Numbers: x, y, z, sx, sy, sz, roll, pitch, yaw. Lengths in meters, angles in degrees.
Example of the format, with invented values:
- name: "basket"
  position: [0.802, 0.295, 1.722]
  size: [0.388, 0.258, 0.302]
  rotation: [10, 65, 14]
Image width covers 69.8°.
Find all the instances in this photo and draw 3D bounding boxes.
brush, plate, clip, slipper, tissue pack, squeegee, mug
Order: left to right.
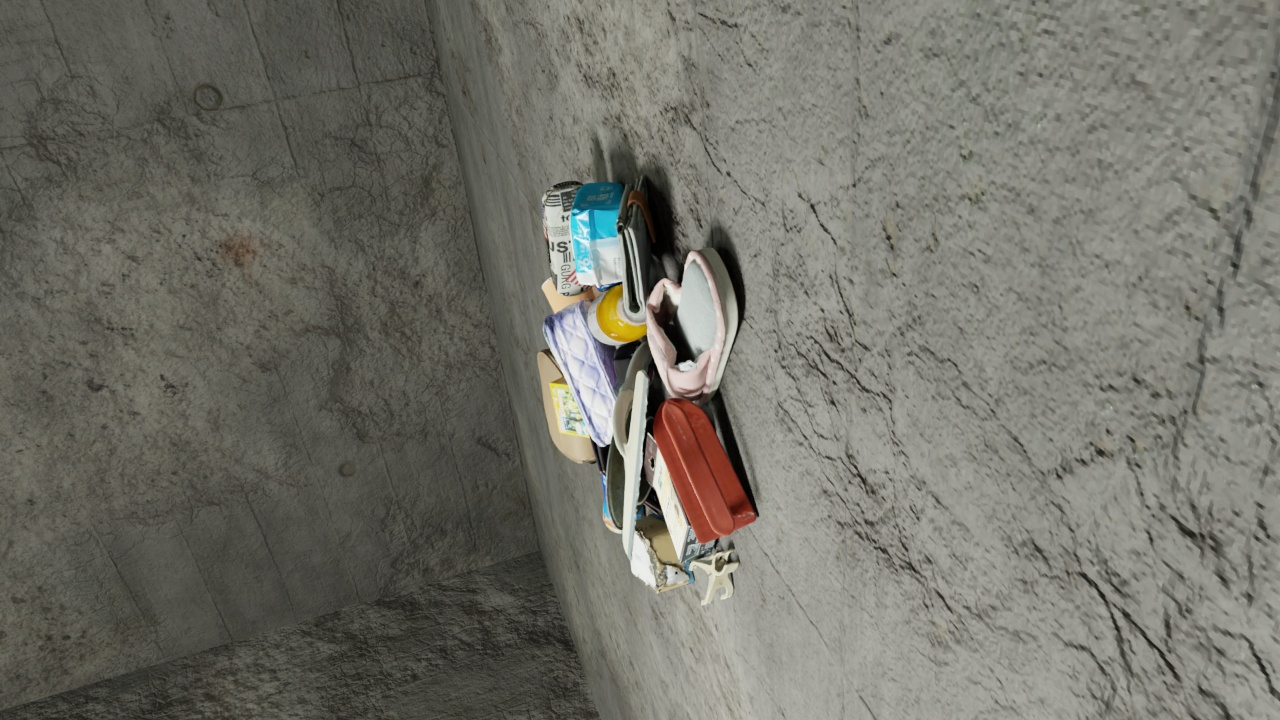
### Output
- name: "mug"
  position: [-0.090, -0.068, 1.374]
  size: [0.078, 0.078, 0.122]
  rotation: [121, 129, -72]
- name: "tissue pack"
  position: [-0.047, -0.148, 1.052]
  size: [0.139, 0.063, 0.090]
  rotation: [-87, -7, -65]
- name: "squeegee"
  position: [-0.009, 0.046, 1.027]
  size: [0.246, 0.039, 0.247]
  rotation: [-82, -2, -55]
- name: "plate"
  position: [-0.003, 0.126, 1.160]
  size: [0.179, 0.024, 0.179]
  rotation: [6, -91, -72]
- name: "slipper"
  position: [0.041, -0.023, 0.901]
  size: [0.275, 0.054, 0.114]
  rotation: [109, 143, -70]
- name: "brush"
  position: [0.057, 0.104, 0.908]
  size: [0.069, 0.063, 0.145]
  rotation: [41, -155, -82]
- name: "clip"
  position: [0.083, 0.234, 1.057]
  size: [0.092, 0.035, 0.103]
  rotation: [-121, 25, -47]

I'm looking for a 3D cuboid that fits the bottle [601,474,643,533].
- name: "bottle"
  position: [-0.028, 0.180, 1.389]
  size: [0.219, 0.065, 0.065]
  rotation: [89, 161, -47]

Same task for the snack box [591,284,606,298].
- name: "snack box"
  position: [-0.046, -0.130, 1.213]
  size: [0.157, 0.026, 0.084]
  rotation: [108, 145, -67]

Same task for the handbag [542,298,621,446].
- name: "handbag"
  position: [-0.063, 0.014, 1.228]
  size: [0.134, 0.076, 0.194]
  rotation: [-29, -84, -78]

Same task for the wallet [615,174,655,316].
- name: "wallet"
  position: [-0.002, -0.124, 0.960]
  size: [0.129, 0.037, 0.107]
  rotation: [-84, -8, -56]

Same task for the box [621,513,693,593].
- name: "box"
  position: [0.020, 0.273, 1.314]
  size: [0.184, 0.059, 0.090]
  rotation: [175, 81, -79]

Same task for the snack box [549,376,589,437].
- name: "snack box"
  position: [-0.077, 0.075, 1.414]
  size: [0.141, 0.033, 0.087]
  rotation: [3, 111, 41]

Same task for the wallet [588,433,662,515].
- name: "wallet"
  position: [-0.020, 0.154, 1.266]
  size: [0.122, 0.020, 0.096]
  rotation: [40, -166, -30]

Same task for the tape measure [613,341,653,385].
- name: "tape measure"
  position: [-0.007, 0.007, 1.144]
  size: [0.057, 0.039, 0.057]
  rotation: [-63, -42, -60]

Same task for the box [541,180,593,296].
- name: "box"
  position: [-0.086, -0.149, 1.163]
  size: [0.057, 0.070, 0.164]
  rotation: [34, 145, 36]

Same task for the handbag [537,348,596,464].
- name: "handbag"
  position: [-0.109, 0.073, 1.564]
  size: [0.147, 0.099, 0.205]
  rotation: [48, 151, 49]

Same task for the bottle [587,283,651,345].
- name: "bottle"
  position: [-0.019, -0.055, 1.077]
  size: [0.190, 0.068, 0.068]
  rotation: [173, 83, -80]

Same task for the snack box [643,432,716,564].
- name: "snack box"
  position: [0.047, 0.158, 1.074]
  size: [0.113, 0.053, 0.125]
  rotation: [95, 160, -56]

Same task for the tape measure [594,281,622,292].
- name: "tape measure"
  position: [-0.032, -0.102, 1.124]
  size: [0.058, 0.054, 0.025]
  rotation: [-68, -37, -88]
